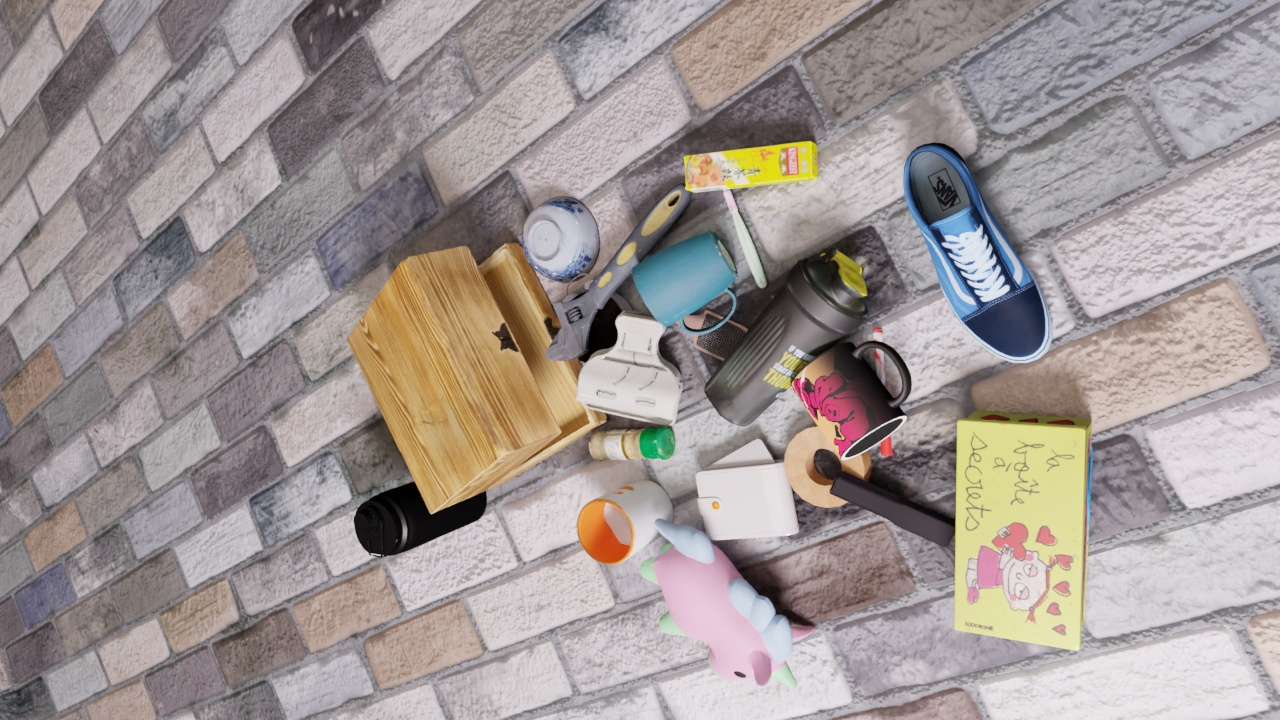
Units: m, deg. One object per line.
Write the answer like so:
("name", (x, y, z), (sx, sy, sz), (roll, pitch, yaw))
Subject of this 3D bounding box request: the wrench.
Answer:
("wrench", (-0.031, -0.105, 1.121), (0.073, 0.022, 0.274), (46, 104, 19))

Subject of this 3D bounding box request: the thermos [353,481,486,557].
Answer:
("thermos", (-0.309, 0.211, 1.267), (0.086, 0.198, 0.086), (5, 100, 30))

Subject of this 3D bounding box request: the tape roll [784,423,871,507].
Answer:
("tape roll", (0.212, 0.118, 1.042), (0.094, 0.027, 0.094), (5, 101, 30))

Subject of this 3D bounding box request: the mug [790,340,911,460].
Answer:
("mug", (0.232, 0.032, 0.973), (0.118, 0.081, 0.098), (-47, 64, 34))

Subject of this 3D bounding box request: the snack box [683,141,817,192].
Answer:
("snack box", (0.123, -0.216, 1.029), (0.148, 0.028, 0.040), (-1, 94, 23))

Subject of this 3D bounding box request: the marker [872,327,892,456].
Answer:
("marker", (0.265, 0.035, 1.007), (0.013, 0.012, 0.142), (-2, 97, 31))

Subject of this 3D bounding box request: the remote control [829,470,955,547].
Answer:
("remote control", (0.274, 0.162, 0.999), (0.136, 0.015, 0.032), (23, 110, 8))

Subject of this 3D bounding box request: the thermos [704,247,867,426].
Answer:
("thermos", (0.162, -0.024, 1.017), (0.098, 0.098, 0.221), (48, 123, 16))

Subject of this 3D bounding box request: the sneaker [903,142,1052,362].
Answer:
("sneaker", (0.320, -0.102, 0.901), (0.084, 0.098, 0.241), (-28, 83, 31))

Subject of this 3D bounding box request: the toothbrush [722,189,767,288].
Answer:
("toothbrush", (0.115, -0.156, 1.063), (0.022, 0.015, 0.154), (-21, 87, 0))

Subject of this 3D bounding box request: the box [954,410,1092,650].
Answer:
("box", (0.383, 0.163, 0.920), (0.125, 0.079, 0.221), (5, 102, 30))

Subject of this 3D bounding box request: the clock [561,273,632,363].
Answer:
("clock", (-0.056, -0.053, 1.170), (0.095, 0.035, 0.122), (-33, 80, 30))

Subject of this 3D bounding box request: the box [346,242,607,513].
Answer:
("box", (-0.226, 0.026, 1.228), (0.252, 0.191, 0.279), (-37, 79, 44))

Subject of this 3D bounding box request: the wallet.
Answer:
("wallet", (0.123, 0.153, 1.096), (0.119, 0.037, 0.115), (-9, 93, 28))

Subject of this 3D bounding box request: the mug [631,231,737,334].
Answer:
("mug", (0.063, -0.087, 1.070), (0.104, 0.084, 0.112), (-30, 101, 15))

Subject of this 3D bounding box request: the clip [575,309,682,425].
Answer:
("clip", (-0.010, 0.018, 1.104), (0.126, 0.101, 0.152), (11, 125, 3))

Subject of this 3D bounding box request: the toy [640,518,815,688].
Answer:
("toy", (0.095, 0.286, 1.091), (0.172, 0.119, 0.222), (-13, 101, 44))

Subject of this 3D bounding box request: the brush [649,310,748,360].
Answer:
("brush", (0.065, -0.042, 1.111), (0.136, 0.015, 0.050), (26, 110, 25))

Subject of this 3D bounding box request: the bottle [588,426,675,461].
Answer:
("bottle", (-0.012, 0.107, 1.165), (0.111, 0.043, 0.043), (-6, 95, 32))

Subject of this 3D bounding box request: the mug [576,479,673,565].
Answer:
("mug", (-0.018, 0.200, 1.147), (0.082, 0.105, 0.082), (5, 101, 30))

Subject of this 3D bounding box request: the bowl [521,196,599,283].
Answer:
("bowl", (-0.112, -0.155, 1.181), (0.114, 0.045, 0.114), (5, 100, 30))
